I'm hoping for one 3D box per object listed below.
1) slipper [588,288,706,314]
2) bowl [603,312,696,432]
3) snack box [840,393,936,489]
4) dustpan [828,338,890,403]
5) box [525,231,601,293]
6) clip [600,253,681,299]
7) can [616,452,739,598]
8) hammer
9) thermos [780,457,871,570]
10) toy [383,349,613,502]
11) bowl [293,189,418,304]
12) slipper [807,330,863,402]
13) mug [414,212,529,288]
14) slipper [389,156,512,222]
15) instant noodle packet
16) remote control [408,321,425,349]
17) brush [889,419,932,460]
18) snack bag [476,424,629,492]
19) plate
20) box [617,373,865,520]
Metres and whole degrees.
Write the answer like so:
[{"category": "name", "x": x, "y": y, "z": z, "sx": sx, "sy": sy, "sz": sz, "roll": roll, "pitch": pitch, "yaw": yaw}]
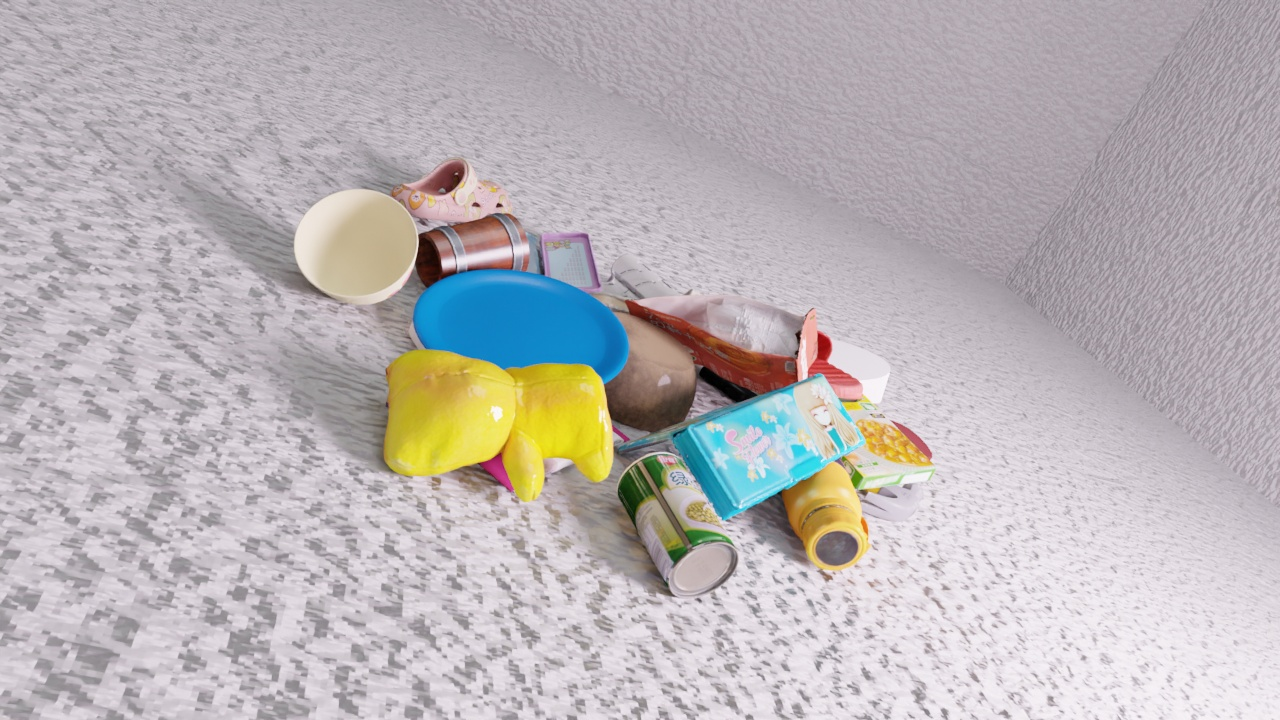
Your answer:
[{"category": "slipper", "x": 0.039, "y": -0.053, "z": 1.192, "sx": 0.272, "sy": 0.115, "sz": 0.054, "roll": 9, "pitch": 65, "yaw": -25}, {"category": "bowl", "x": -0.006, "y": 0.006, "z": 1.049, "sx": 0.162, "sy": 0.070, "sz": 0.162, "roll": 25, "pitch": 22, "yaw": -11}, {"category": "snack box", "x": 0.273, "y": 0.094, "z": 1.160, "sx": 0.131, "sy": 0.027, "sz": 0.168, "roll": -2, "pitch": 37, "yaw": -33}, {"category": "dustpan", "x": 0.252, "y": 0.017, "z": 1.360, "sx": 0.257, "sy": 0.053, "sz": 0.191, "roll": -3, "pitch": 24, "yaw": -38}, {"category": "box", "x": -0.133, "y": -0.135, "z": 1.242, "sx": 0.151, "sy": 0.041, "sz": 0.214, "roll": 10, "pitch": 26, "yaw": -13}, {"category": "clip", "x": -0.003, "y": -0.100, "z": 1.277, "sx": 0.126, "sy": 0.105, "sz": 0.151, "roll": 43, "pitch": 15, "yaw": 36}, {"category": "can", "x": 0.031, "y": 0.142, "z": 0.804, "sx": 0.067, "sy": 0.067, "sz": 0.121, "roll": 14, "pitch": 27, "yaw": -34}, {"category": "hammer", "x": 0.211, "y": 0.100, "z": 1.177, "sx": 0.323, "sy": 0.029, "sz": 0.126, "roll": 35, "pitch": 23, "yaw": 16}, {"category": "thermos", "x": 0.198, "y": 0.135, "z": 1.006, "sx": 0.091, "sy": 0.076, "sz": 0.232, "roll": 5, "pitch": 25, "yaw": -4}, {"category": "toy", "x": -0.116, "y": 0.046, "z": 0.775, "sx": 0.193, "sy": 0.088, "sz": 0.134, "roll": 6, "pitch": 42, "yaw": -19}, {"category": "bowl", "x": -0.281, "y": -0.103, "z": 0.930, "sx": 0.118, "sy": 0.117, "sz": 0.074, "roll": 32, "pitch": -20, "yaw": 5}, {"category": "slipper", "x": 0.216, "y": -0.016, "z": 1.257, "sx": 0.103, "sy": 0.059, "sz": 0.249, "roll": -1, "pitch": 23, "yaw": -32}, {"category": "mug", "x": -0.188, "y": -0.108, "z": 1.056, "sx": 0.110, "sy": 0.082, "sz": 0.117, "roll": -18, "pitch": 73, "yaw": -38}, {"category": "slipper", "x": -0.248, "y": -0.233, "z": 1.244, "sx": 0.093, "sy": 0.082, "sz": 0.196, "roll": 26, "pitch": 21, "yaw": 28}, {"category": "instant noodle packet", "x": 0.096, "y": -0.016, "z": 1.112, "sx": 0.221, "sy": 0.083, "sz": 0.164, "roll": 11, "pitch": -18, "yaw": 16}, {"category": "remote control", "x": -0.190, "y": 0.001, "z": 0.911, "sx": 0.043, "sy": 0.013, "sz": 0.136, "roll": 6, "pitch": 31, "yaw": -45}, {"category": "brush", "x": 0.320, "y": 0.108, "z": 1.269, "sx": 0.173, "sy": 0.042, "sz": 0.082, "roll": 20, "pitch": 24, "yaw": -22}, {"category": "snack bag", "x": -0.086, "y": 0.077, "z": 0.867, "sx": 0.070, "sy": 0.016, "sz": 0.196, "roll": 37, "pitch": 25, "yaw": 20}, {"category": "plate", "x": -0.124, "y": -0.026, "z": 0.957, "sx": 0.224, "sy": 0.024, "sz": 0.223, "roll": 11, "pitch": 34, "yaw": -8}, {"category": "box", "x": 0.110, "y": 0.068, "z": 0.942, "sx": 0.168, "sy": 0.087, "sz": 0.226, "roll": 28, "pitch": 31, "yaw": 37}]
